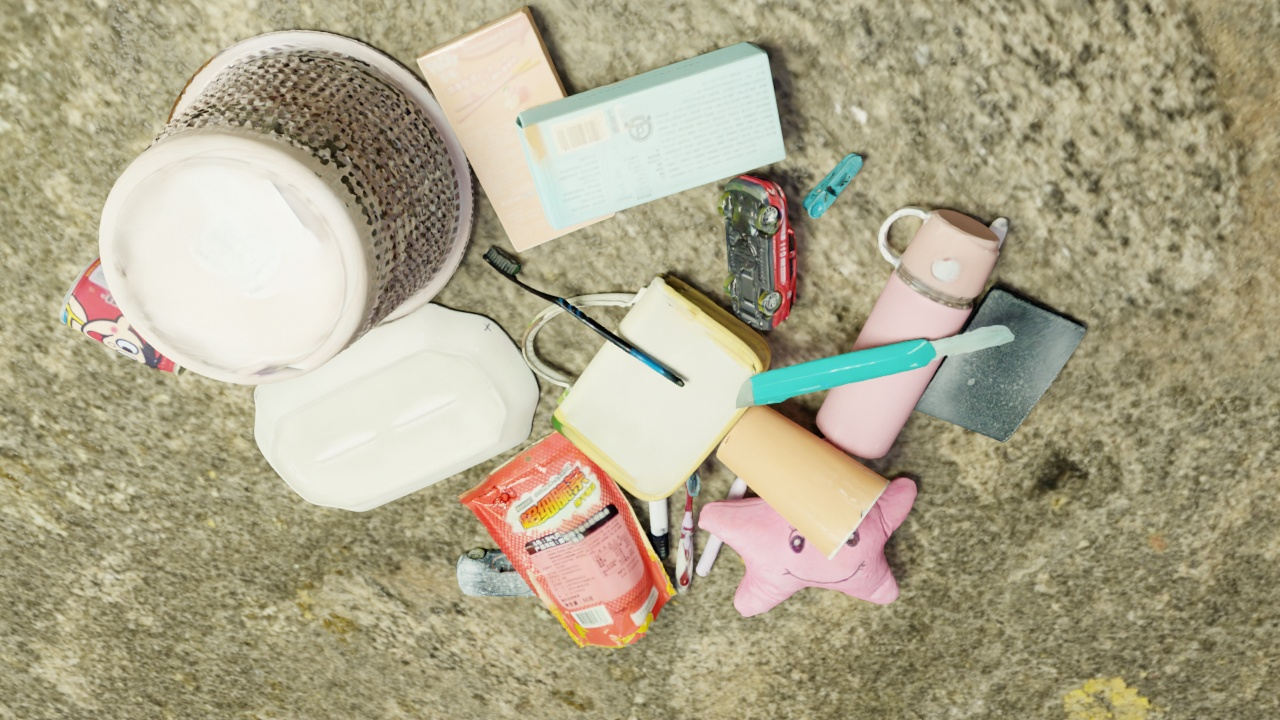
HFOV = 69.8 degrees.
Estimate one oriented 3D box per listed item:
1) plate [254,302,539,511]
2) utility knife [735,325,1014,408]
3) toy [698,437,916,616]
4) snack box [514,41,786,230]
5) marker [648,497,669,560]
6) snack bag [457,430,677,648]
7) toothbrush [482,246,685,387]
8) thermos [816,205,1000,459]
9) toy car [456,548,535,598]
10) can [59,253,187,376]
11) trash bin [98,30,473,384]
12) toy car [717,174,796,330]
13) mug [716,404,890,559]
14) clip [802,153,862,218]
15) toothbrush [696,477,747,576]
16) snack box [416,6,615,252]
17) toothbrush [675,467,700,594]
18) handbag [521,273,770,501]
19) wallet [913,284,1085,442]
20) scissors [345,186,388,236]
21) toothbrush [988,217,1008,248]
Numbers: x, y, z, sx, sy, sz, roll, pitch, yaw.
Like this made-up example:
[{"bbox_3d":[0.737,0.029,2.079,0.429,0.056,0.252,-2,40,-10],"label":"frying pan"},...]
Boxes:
[{"bbox_3d":[-0.217,0.054,0.791,0.266,0.034,0.162,-23,117,15],"label":"plate"},{"bbox_3d":[0.171,0.003,0.679,0.209,0.013,0.029,-12,118,6],"label":"utility knife"},{"bbox_3d":[0.147,0.145,0.806,0.194,0.074,0.179,-1,110,-6],"label":"toy"},{"bbox_3d":[0.008,-0.154,0.629,0.175,0.051,0.074,-18,120,-2],"label":"snack box"},{"bbox_3d":[0.014,0.130,0.837,0.023,0.018,0.131,2,122,12],"label":"marker"},{"bbox_3d":[-0.058,0.166,0.835,0.128,0.073,0.208,-30,111,3],"label":"snack bag"},{"bbox_3d":[-0.044,-0.034,0.710,0.189,0.014,0.016,33,105,7],"label":"toothbrush"},{"bbox_3d":[0.197,-0.023,0.715,0.087,0.067,0.199,27,121,13],"label":"thermos"},{"bbox_3d":[-0.124,0.206,0.881,0.105,0.031,0.049,-2,123,2],"label":"toy car"},{"bbox_3d":[-0.394,-0.035,0.726,0.093,0.066,0.067,30,117,-15],"label":"can"},{"bbox_3d":[-0.234,-0.089,0.601,0.227,0.192,0.228,-1,114,-2],"label":"trash bin"},{"bbox_3d":[0.090,-0.082,0.688,0.045,0.053,0.121,-29,129,-26],"label":"toy car"},{"bbox_3d":[0.126,0.091,0.736,0.123,0.078,0.078,37,120,16],"label":"mug"},{"bbox_3d":[0.142,-0.130,0.676,0.014,0.048,0.057,37,112,-17],"label":"clip"},{"bbox_3d":[0.087,0.129,0.834,0.021,0.029,0.190,39,126,28],"label":"toothbrush"},{"bbox_3d":[-0.085,-0.162,0.661,0.084,0.026,0.157,-19,118,12],"label":"snack box"},{"bbox_3d":[0.044,0.160,0.836,0.016,0.017,0.188,-6,132,-8],"label":"toothbrush"},{"bbox_3d":[-0.004,0.004,0.745,0.179,0.063,0.164,38,113,0],"label":"handbag"},{"bbox_3d":[0.289,0.005,0.742,0.097,0.019,0.121,19,115,-18],"label":"wallet"},{"bbox_3d":[-0.263,-0.081,0.723,0.177,0.019,0.169,0,120,0],"label":"scissors"},{"bbox_3d":[0.247,-0.032,0.732,0.016,0.016,0.180,14,120,-9],"label":"toothbrush"}]
